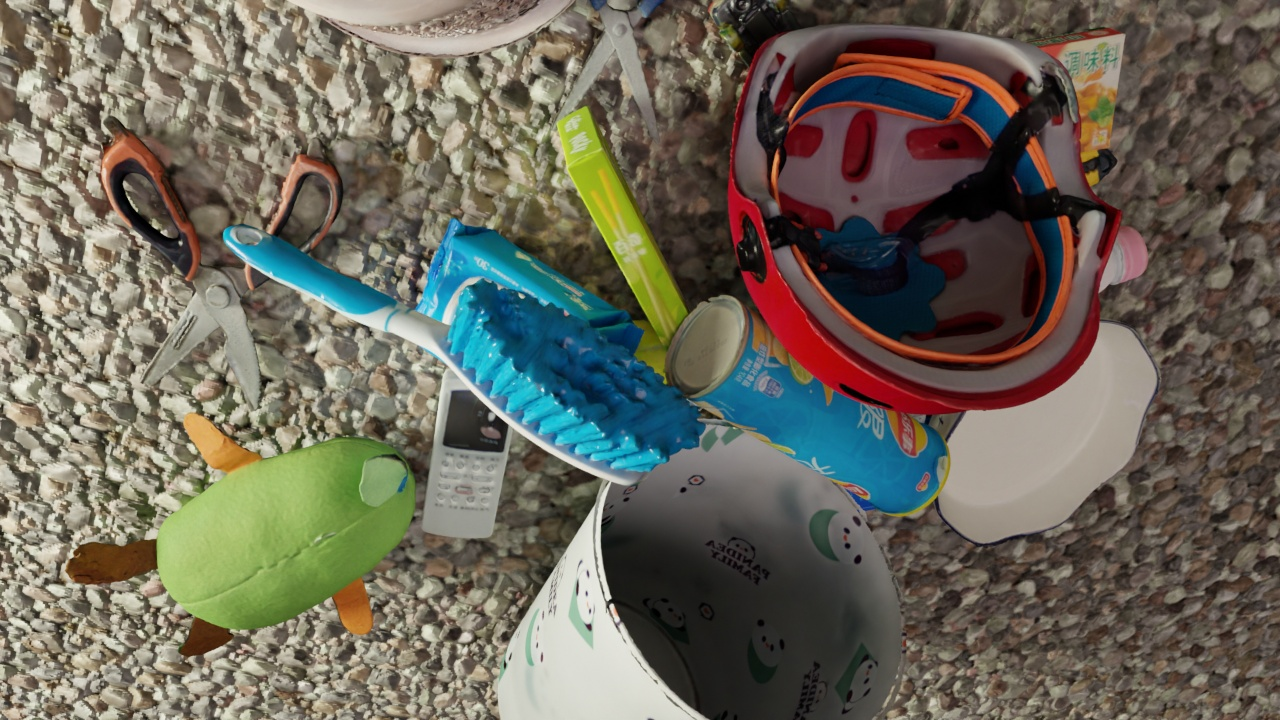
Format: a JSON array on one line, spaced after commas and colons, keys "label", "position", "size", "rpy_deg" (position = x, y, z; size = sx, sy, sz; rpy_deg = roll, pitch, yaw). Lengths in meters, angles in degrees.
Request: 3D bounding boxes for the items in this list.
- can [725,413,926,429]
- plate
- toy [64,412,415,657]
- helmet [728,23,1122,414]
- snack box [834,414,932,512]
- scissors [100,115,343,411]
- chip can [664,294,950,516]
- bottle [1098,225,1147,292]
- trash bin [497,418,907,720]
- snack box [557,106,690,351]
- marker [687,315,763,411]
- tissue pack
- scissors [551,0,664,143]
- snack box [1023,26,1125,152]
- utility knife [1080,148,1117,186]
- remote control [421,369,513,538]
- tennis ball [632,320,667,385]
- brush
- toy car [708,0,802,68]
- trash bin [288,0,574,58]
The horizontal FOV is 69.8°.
[{"label": "can", "position": [0.140, 0.037, 0.702], "size": [0.146, 0.058, 0.058], "rpy_deg": [-10, 121, -2]}, {"label": "plate", "position": [0.309, 0.052, 0.723], "size": [0.204, 0.045, 0.205], "rpy_deg": [-11, 124, -16]}, {"label": "toy", "position": [-0.272, 0.132, 0.681], "size": [0.247, 0.090, 0.227], "rpy_deg": [-26, 121, 3]}, {"label": "helmet", "position": [0.148, -0.067, 0.537], "size": [0.207, 0.239, 0.144], "rpy_deg": [-2, 160, -7]}, {"label": "snack box", "position": [0.181, 0.085, 0.754], "size": [0.157, 0.026, 0.085], "rpy_deg": [-10, 121, -3]}, {"label": "scissors", "position": [-0.276, -0.062, 0.610], "size": [0.189, 0.015, 0.226], "rpy_deg": [-16, 122, 1]}, {"label": "chip can", "position": [0.115, 0.035, 0.607], "size": [0.210, 0.071, 0.071], "rpy_deg": [30, 112, -31]}, {"label": "bottle", "position": [0.265, -0.054, 0.666], "size": [0.197, 0.068, 0.068], "rpy_deg": [-16, 121, -3]}, {"label": "trash bin", "position": [0.021, 0.205, 0.666], "size": [0.229, 0.229, 0.253], "rpy_deg": [19, 136, -18]}, {"label": "snack box", "position": [-0.006, -0.080, 0.594], "size": [0.026, 0.085, 0.156], "rpy_deg": [-26, 123, 6]}, {"label": "marker", "position": [0.079, -0.007, 0.690], "size": [0.131, 0.022, 0.018], "rpy_deg": [-48, 151, 17]}, {"label": "tissue pack", "position": [-0.080, -0.019, 0.614], "size": [0.157, 0.052, 0.095], "rpy_deg": [32, 113, 8]}, {"label": "scissors", "position": [-0.011, -0.217, 0.561], "size": [0.162, 0.012, 0.176], "rpy_deg": [-32, 121, 11]}, {"label": "snack box", "position": [0.239, -0.170, 0.615], "size": [0.156, 0.027, 0.077], "rpy_deg": [-10, 121, -2]}, {"label": "utility knife", "position": [0.235, -0.108, 0.657], "size": [0.219, 0.015, 0.033], "rpy_deg": [-20, 118, 4]}, {"label": "remote control", "position": [-0.132, 0.075, 0.706], "size": [0.058, 0.021, 0.150], "rpy_deg": [7, 119, -13]}, {"label": "tennis ball", "position": [-0.004, 0.004, 0.657], "size": [0.065, 0.065, 0.066], "rpy_deg": [-4, 120, -6]}, {"label": "brush", "position": [-0.115, -0.017, 0.554], "size": [0.314, 0.060, 0.110], "rpy_deg": [34, 145, -5]}, {"label": "toy car", "position": [0.081, -0.198, 0.571], "size": [0.042, 0.035, 0.090], "rpy_deg": [-40, 126, 15]}, {"label": "trash bin", "position": [-0.111, -0.242, 0.419], "size": [0.227, 0.191, 0.228], "rpy_deg": [-1, 117, -3]}]
